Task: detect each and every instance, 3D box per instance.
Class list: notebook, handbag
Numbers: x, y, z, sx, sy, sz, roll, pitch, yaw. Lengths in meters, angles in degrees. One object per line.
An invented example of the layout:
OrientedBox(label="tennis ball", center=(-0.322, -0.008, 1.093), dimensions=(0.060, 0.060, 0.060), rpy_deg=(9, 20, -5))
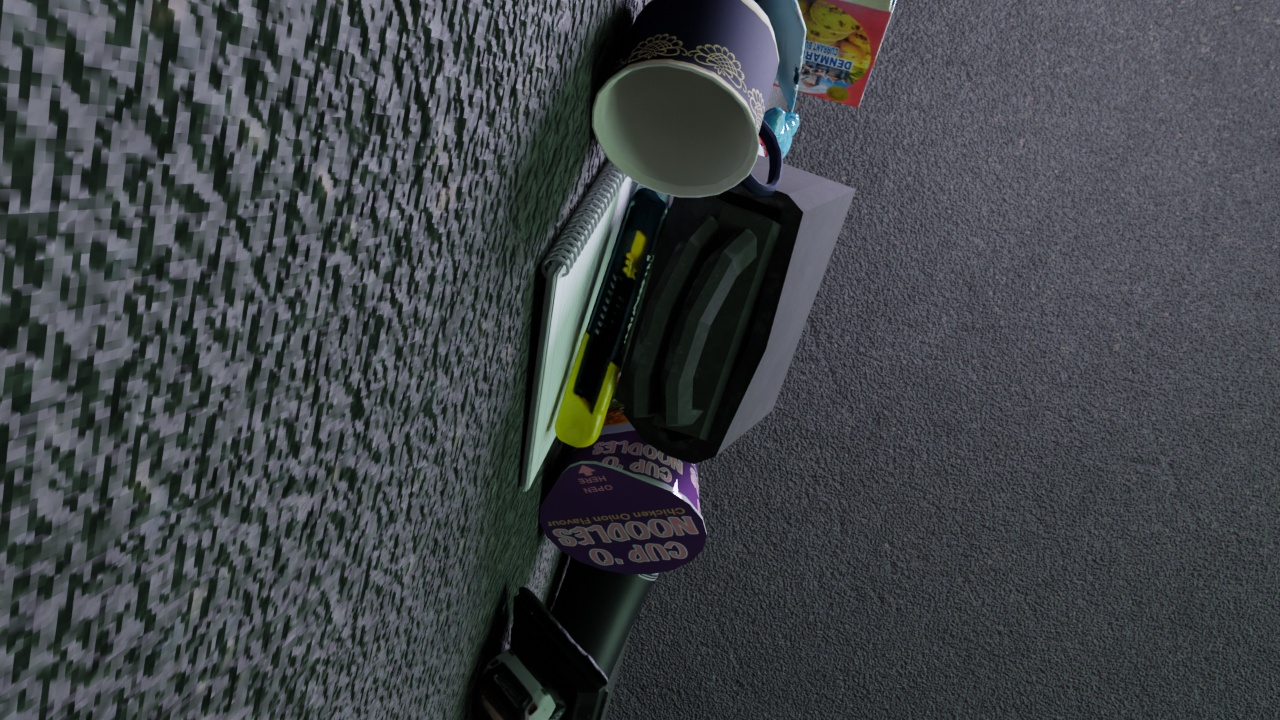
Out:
OrientedBox(label="notebook", center=(-0.024, -0.060, 0.594), dimensions=(0.244, 0.013, 0.178), rpy_deg=(-66, 172, -46))
OrientedBox(label="handbag", center=(0.044, -0.031, 0.617), dimensions=(0.198, 0.102, 0.198), rpy_deg=(-31, 142, -62))

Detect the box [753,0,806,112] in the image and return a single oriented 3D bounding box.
OrientedBox(label="box", center=(0.101, -0.268, 0.770), dimensions=(0.243, 0.085, 0.092), rpy_deg=(-12, 118, -82))

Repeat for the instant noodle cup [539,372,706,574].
OrientedBox(label="instant noodle cup", center=(-0.008, 0.073, 0.700), dimensions=(0.121, 0.122, 0.137), rpy_deg=(-80, 152, -44))

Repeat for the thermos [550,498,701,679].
OrientedBox(label="thermos", center=(-0.028, 0.200, 0.869), dimensions=(0.106, 0.106, 0.218), rpy_deg=(62, 51, -81))

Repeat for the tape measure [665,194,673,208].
OrientedBox(label="tape measure", center=(0.023, -0.136, 0.613), dimensions=(0.062, 0.020, 0.060), rpy_deg=(102, 9, -58))

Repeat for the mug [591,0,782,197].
OrientedBox(label="mug", center=(0.038, -0.141, 0.487), dimensions=(0.086, 0.112, 0.089), rpy_deg=(-25, -142, 48))

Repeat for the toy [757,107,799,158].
OrientedBox(label="toy", center=(0.094, -0.189, 0.856), dimensions=(0.132, 0.062, 0.092), rpy_deg=(-27, 172, -20))

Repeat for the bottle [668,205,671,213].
OrientedBox(label="bottle", center=(0.044, -0.139, 0.744), dimensions=(0.161, 0.056, 0.056), rpy_deg=(-174, -78, -89))

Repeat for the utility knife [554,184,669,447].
OrientedBox(label="utility knife", center=(-0.014, -0.037, 0.555), dimensions=(0.020, 0.029, 0.188), rpy_deg=(-30, 138, -82))

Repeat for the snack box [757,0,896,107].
OrientedBox(label="snack box", center=(0.162, -0.320, 0.892), dimensions=(0.145, 0.142, 0.040), rpy_deg=(87, 21, -70))

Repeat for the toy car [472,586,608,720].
OrientedBox(label="toy car", center=(-0.082, 0.251, 0.665), dimensions=(0.071, 0.094, 0.192), rpy_deg=(-34, 155, -27))
